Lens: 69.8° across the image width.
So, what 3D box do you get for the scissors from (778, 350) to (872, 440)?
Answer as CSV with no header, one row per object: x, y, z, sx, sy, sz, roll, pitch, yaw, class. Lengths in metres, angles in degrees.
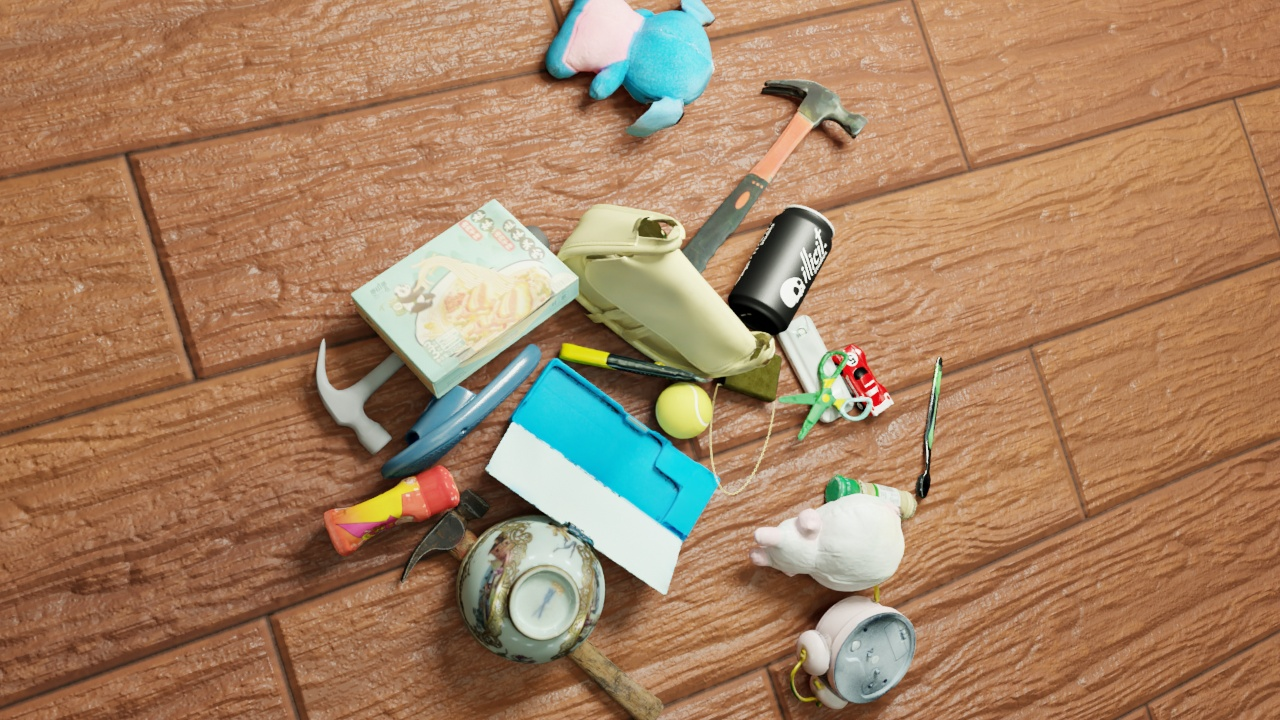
0.230,0.050,1.117,0.123,0.012,0.126,35,76,-9,scissors

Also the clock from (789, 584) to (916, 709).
0.243,0.343,1.069,0.157,0.059,0.117,-33,117,-12,clock

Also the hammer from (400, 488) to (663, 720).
-0.108,0.294,1.007,0.330,0.033,0.120,44,78,-7,hammer

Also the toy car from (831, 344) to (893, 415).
0.278,0.024,1.151,0.038,0.025,0.089,-32,93,-17,toy car

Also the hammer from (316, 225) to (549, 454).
-0.223,-0.046,1.014,0.310,0.030,0.125,-44,97,-17,hammer

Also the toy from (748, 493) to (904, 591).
0.216,0.213,1.063,0.179,0.139,0.101,0,48,-5,toy

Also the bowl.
-0.105,0.241,0.945,0.159,0.094,0.160,1,87,-15,bowl

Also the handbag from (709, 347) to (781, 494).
0.119,0.071,1.090,0.084,0.027,0.177,18,73,-21,handbag

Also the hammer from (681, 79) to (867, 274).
0.135,-0.212,1.129,0.133,0.033,0.332,37,78,3,hammer

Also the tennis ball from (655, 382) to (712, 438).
0.050,0.058,1.060,0.065,0.065,0.065,2,83,-16,tennis ball

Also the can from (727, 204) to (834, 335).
0.170,-0.109,1.107,0.080,0.080,0.145,33,75,-10,can

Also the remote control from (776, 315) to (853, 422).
0.218,0.010,1.137,0.050,0.022,0.133,-28,92,-17,remote control

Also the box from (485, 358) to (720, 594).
-0.044,0.132,1.024,0.243,0.060,0.175,37,53,-9,box

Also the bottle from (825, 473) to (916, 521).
0.283,0.170,1.127,0.110,0.043,0.042,14,80,-16,bottle

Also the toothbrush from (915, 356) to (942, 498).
0.372,0.085,1.180,0.014,0.017,0.187,16,76,-18,toothbrush

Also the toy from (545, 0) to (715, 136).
-0.002,-0.378,1.090,0.191,0.099,0.223,22,70,-1,toy

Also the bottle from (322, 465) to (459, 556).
-0.256,0.154,0.955,0.134,0.072,0.048,-23,79,-16,bottle

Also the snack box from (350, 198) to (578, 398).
-0.183,-0.069,0.974,0.193,0.044,0.141,-39,70,-21,snack box

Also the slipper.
-0.192,0.048,0.974,0.213,0.104,0.059,-42,95,-21,slipper

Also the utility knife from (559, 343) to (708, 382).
-0.006,0.006,1.046,0.174,0.029,0.020,12,84,2,utility knife

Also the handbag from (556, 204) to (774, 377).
0.024,-0.068,1.017,0.233,0.191,0.088,46,67,-25,handbag
